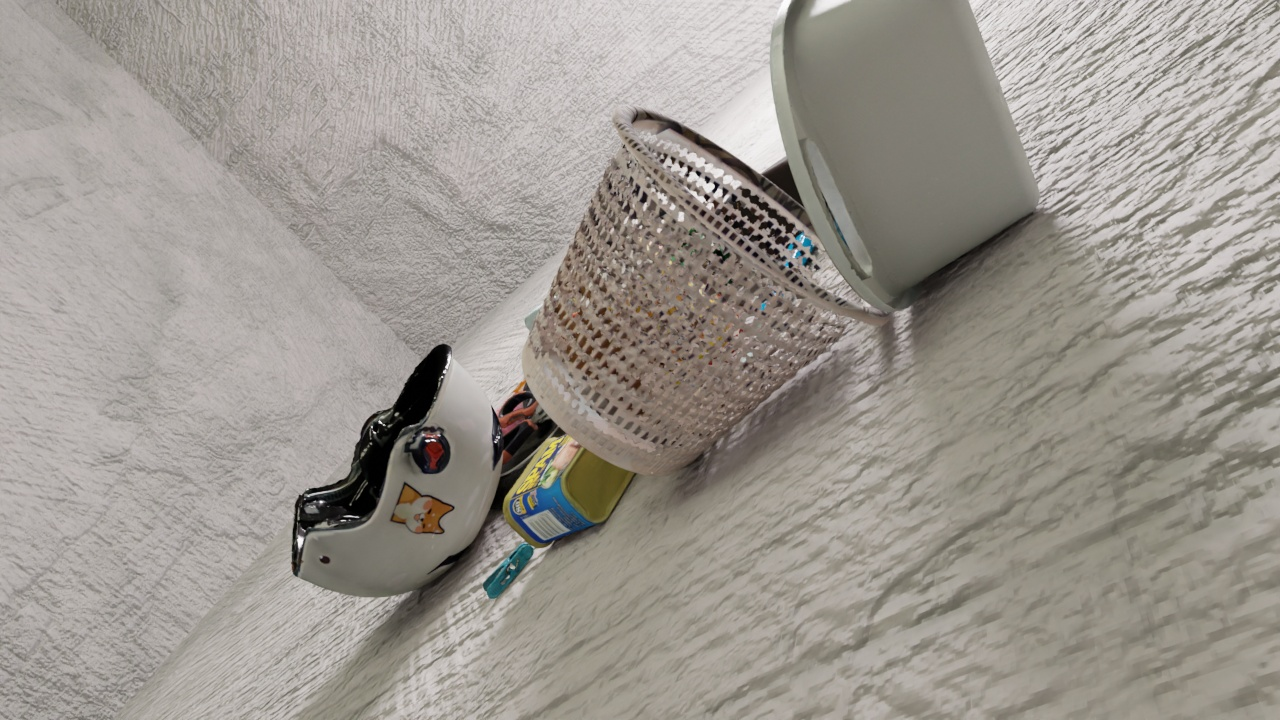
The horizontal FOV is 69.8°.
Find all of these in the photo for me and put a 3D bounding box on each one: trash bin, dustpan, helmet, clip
[{"bbox_3d":[0.026,-0.035,0.644,0.192,0.227,0.227,-52,8,22],"label":"trash bin"},{"bbox_3d":[0.147,-0.156,0.605,0.143,0.223,0.257,-29,25,8],"label":"dustpan"},{"bbox_3d":[-0.234,0.134,0.960,0.273,0.157,0.230,-54,20,-16],"label":"helmet"},{"bbox_3d":[-0.112,0.178,0.779,0.055,0.013,0.038,-48,13,-10],"label":"clip"}]

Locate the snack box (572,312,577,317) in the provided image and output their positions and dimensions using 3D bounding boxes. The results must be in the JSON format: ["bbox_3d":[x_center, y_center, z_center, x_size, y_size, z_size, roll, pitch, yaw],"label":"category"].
[{"bbox_3d":[-0.068,0.000,1.019,0.080,0.091,0.082,-37,9,-28],"label":"snack box"}]

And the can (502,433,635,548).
[{"bbox_3d":[-0.054,0.098,0.759,0.083,0.057,0.101,-29,20,43],"label":"can"}]

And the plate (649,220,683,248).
[{"bbox_3d":[0.033,-0.154,1.187,0.229,0.028,0.229,-20,11,4],"label":"plate"}]

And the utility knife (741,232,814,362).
[{"bbox_3d":[0.118,-0.054,0.805,0.034,0.018,0.215,-45,8,43],"label":"utility knife"}]

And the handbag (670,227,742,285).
[{"bbox_3d":[0.049,-0.089,1.021,0.131,0.068,0.120,-38,11,22],"label":"handbag"}]

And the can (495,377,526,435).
[{"bbox_3d":[-0.137,0.054,1.164,0.147,0.058,0.058,-51,14,-30],"label":"can"}]

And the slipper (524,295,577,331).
[{"bbox_3d":[-0.048,-0.080,1.268,0.246,0.074,0.103,-20,13,22],"label":"slipper"}]

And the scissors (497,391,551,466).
[{"bbox_3d":[-0.116,0.068,0.992,0.204,0.015,0.202,-52,24,10],"label":"scissors"}]

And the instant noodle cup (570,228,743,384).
[{"bbox_3d":[0.007,-0.040,0.796,0.116,0.123,0.116,-43,38,4],"label":"instant noodle cup"}]

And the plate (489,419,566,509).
[{"bbox_3d":[-0.115,0.096,1.035,0.179,0.024,0.179,-42,12,11],"label":"plate"}]

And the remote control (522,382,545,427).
[{"bbox_3d":[-0.116,0.045,1.079,0.053,0.024,0.136,-48,21,10],"label":"remote control"}]

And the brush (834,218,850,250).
[{"bbox_3d":[0.189,-0.125,0.739,0.143,0.055,0.074,-56,2,-43],"label":"brush"}]

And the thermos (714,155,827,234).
[{"bbox_3d":[0.167,-0.188,0.993,0.089,0.068,0.243,-28,2,-32],"label":"thermos"}]

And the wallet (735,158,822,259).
[{"bbox_3d":[0.140,-0.152,0.934,0.123,0.020,0.096,-22,70,60],"label":"wallet"}]
